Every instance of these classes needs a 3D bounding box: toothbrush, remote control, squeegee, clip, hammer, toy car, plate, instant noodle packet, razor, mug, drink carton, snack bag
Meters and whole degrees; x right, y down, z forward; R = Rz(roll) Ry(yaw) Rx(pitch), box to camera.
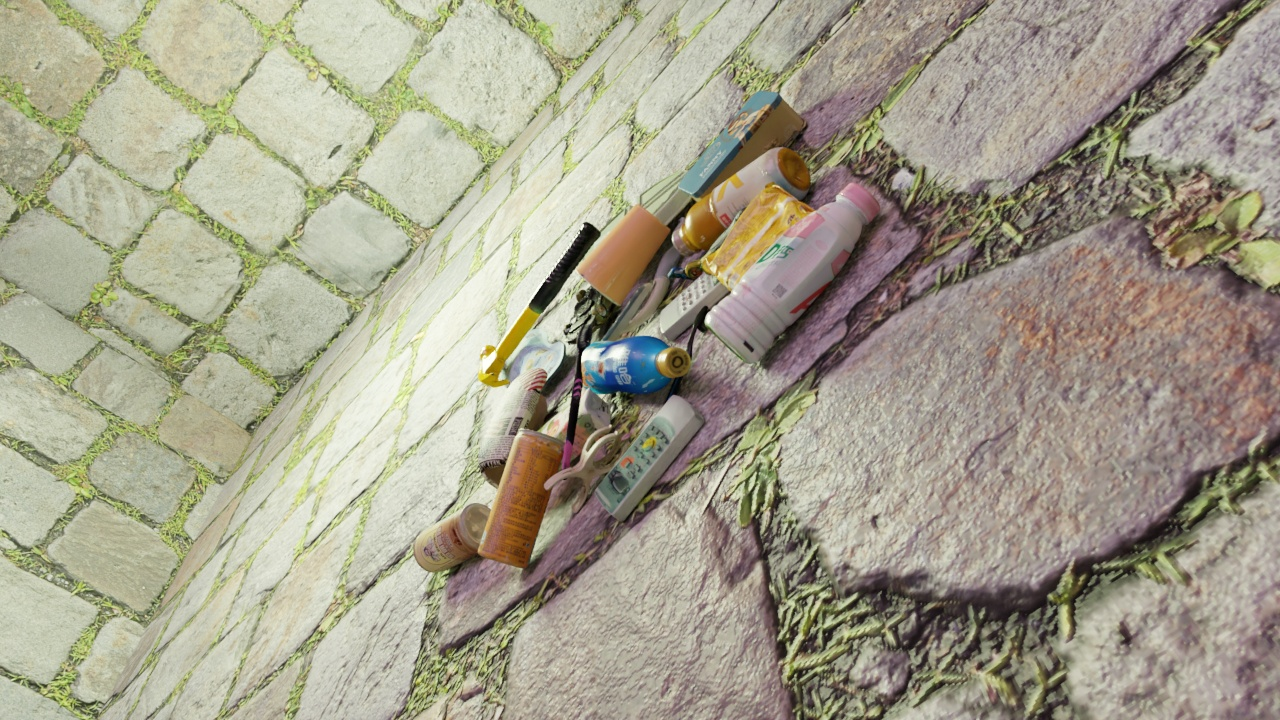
[{"bbox_3d":[-0.072,0.044,1.040,0.018,0.014,0.189,-22,54,49],"label":"toothbrush"},{"bbox_3d":[0.045,0.017,0.997,0.014,0.016,0.189,-15,44,48],"label":"toothbrush"},{"bbox_3d":[0.008,0.096,0.923,0.135,0.019,0.056,-51,30,1],"label":"remote control"},{"bbox_3d":[0.019,-0.100,1.187,0.245,0.039,0.247,-59,5,-36],"label":"squeegee"},{"bbox_3d":[-0.056,0.114,0.997,0.100,0.072,0.034,-48,23,0],"label":"clip"},{"bbox_3d":[-0.156,-0.079,1.364,0.301,0.033,0.128,-52,26,20],"label":"hammer"},{"bbox_3d":[-0.067,-0.072,1.296,0.070,0.042,0.157,-31,23,32],"label":"toy car"},{"bbox_3d":[-0.006,-0.205,1.359,0.230,0.027,0.230,-37,17,13],"label":"plate"},{"bbox_3d":[0.130,-0.119,0.978,0.128,0.044,0.110,-50,38,9],"label":"instant noodle packet"},{"bbox_3d":[0.079,-0.085,1.071,0.150,0.021,0.058,-42,24,23],"label":"remote control"},{"bbox_3d":[0.088,-0.131,1.079,0.143,0.042,0.022,-44,55,44],"label":"razor"},{"bbox_3d":[-0.019,-0.144,1.225,0.123,0.078,0.078,-51,22,6],"label":"mug"},{"bbox_3d":[-0.089,0.092,1.087,0.123,0.045,0.053,-41,23,22],"label":"drink carton"},{"bbox_3d":[-0.160,0.008,1.361,0.110,0.039,0.191,-49,23,-3],"label":"snack bag"}]

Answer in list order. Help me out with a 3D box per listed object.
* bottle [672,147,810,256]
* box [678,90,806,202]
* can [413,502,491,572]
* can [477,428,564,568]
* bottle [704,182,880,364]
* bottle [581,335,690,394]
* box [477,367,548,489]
[{"bbox_3d":[0.113,-0.181,1.090,0.190,0.068,0.067,-30,31,42],"label":"bottle"},{"bbox_3d":[0.128,-0.264,1.200,0.184,0.062,0.090,-48,22,3],"label":"box"},{"bbox_3d":[-0.229,0.221,1.139,0.117,0.058,0.058,-33,29,38],"label":"can"},{"bbox_3d":[-0.131,0.153,1.016,0.058,0.058,0.146,-7,63,60],"label":"can"},{"bbox_3d":[0.150,-0.087,0.886,0.197,0.068,0.068,-46,23,2],"label":"bottle"},{"bbox_3d":[-0.006,0.006,1.020,0.065,0.065,0.219,-58,20,-15],"label":"bottle"},{"bbox_3d":[-0.154,0.084,1.178,0.087,0.075,0.161,-38,23,46],"label":"box"}]
